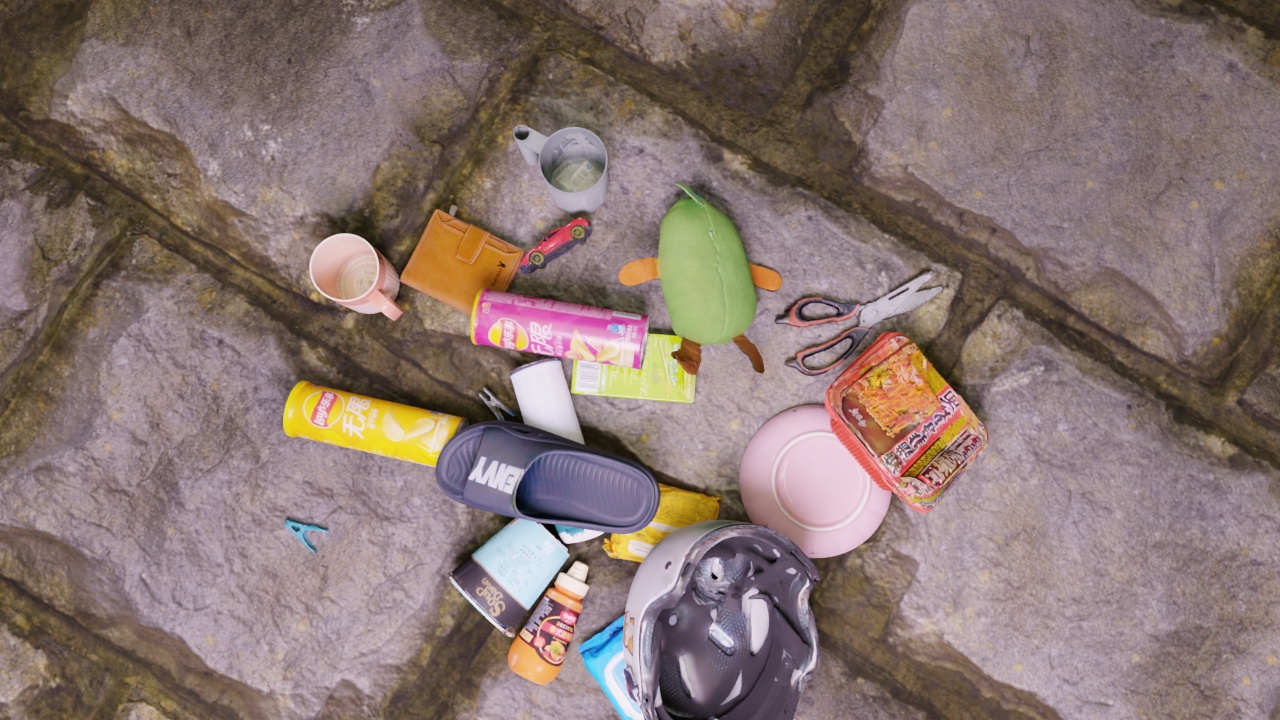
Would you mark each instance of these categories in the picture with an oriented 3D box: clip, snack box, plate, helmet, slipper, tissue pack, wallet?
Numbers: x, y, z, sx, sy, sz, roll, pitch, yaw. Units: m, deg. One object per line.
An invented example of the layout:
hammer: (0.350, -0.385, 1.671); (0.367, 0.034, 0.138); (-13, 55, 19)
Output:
clip: (-0.182, 0.057, 1.162); (0.058, 0.026, 0.042); (44, 93, 8)
snack box: (-0.007, 0.007, 1.164); (0.156, 0.026, 0.085); (4, 84, 1)
plate: (0.221, 0.150, 1.140); (0.192, 0.039, 0.192); (0, 84, 0)
helmet: (0.073, 0.302, 1.035); (0.229, 0.157, 0.274); (-3, 101, -25)
slipper: (-0.110, 0.134, 1.053); (0.268, 0.083, 0.110); (11, 84, 7)
clip: (-0.422, 0.215, 1.152); (0.054, 0.013, 0.033); (30, 84, 1)
tissue pack: (0.002, 0.388, 1.109); (0.095, 0.052, 0.157); (-35, 85, -3)
wallet: (-0.225, -0.127, 1.180); (0.130, 0.035, 0.119); (25, 90, 2)

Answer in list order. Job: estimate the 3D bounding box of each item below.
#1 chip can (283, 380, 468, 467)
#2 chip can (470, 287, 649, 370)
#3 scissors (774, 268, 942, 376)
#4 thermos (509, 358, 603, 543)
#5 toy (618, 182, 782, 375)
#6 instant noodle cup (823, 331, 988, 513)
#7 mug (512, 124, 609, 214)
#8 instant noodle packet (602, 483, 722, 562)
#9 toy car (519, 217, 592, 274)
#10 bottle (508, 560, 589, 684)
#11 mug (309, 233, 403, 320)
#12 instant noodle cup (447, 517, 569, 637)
chip can: (-0.326, 0.082, 1.135); (0.213, 0.072, 0.072); (13, 84, 2)
chip can: (-0.097, -0.038, 1.121); (0.210, 0.071, 0.071); (10, 84, 3)
scissors: (0.276, -0.062, 1.175); (0.206, 0.015, 0.201); (22, 84, 3)
thermos: (-0.099, 0.113, 1.132); (0.073, 0.073, 0.224); (-17, 82, -2)
toy: (0.081, -0.096, 1.138); (0.226, 0.090, 0.246); (1, 72, -27)
instant noodle cup: (0.310, 0.076, 1.109); (0.164, 0.079, 0.189); (-36, 85, -29)
mug: (-0.098, -0.245, 1.154); (0.124, 0.103, 0.083); (29, 85, 4)
instant noodle packet: (0.026, 0.203, 1.134); (0.128, 0.044, 0.110); (16, 78, -1)
toy car: (-0.110, -0.146, 1.170); (0.106, 0.049, 0.031); (-35, 84, -3)
bottle: (-0.104, 0.315, 1.117); (0.067, 0.067, 0.149); (27, 78, 3)
mug: (-0.340, -0.094, 1.137); (0.114, 0.106, 0.081); (43, 86, 4)
instant noodle cup: (-0.151, 0.251, 1.105); (0.111, 0.111, 0.120); (44, 77, 5)
